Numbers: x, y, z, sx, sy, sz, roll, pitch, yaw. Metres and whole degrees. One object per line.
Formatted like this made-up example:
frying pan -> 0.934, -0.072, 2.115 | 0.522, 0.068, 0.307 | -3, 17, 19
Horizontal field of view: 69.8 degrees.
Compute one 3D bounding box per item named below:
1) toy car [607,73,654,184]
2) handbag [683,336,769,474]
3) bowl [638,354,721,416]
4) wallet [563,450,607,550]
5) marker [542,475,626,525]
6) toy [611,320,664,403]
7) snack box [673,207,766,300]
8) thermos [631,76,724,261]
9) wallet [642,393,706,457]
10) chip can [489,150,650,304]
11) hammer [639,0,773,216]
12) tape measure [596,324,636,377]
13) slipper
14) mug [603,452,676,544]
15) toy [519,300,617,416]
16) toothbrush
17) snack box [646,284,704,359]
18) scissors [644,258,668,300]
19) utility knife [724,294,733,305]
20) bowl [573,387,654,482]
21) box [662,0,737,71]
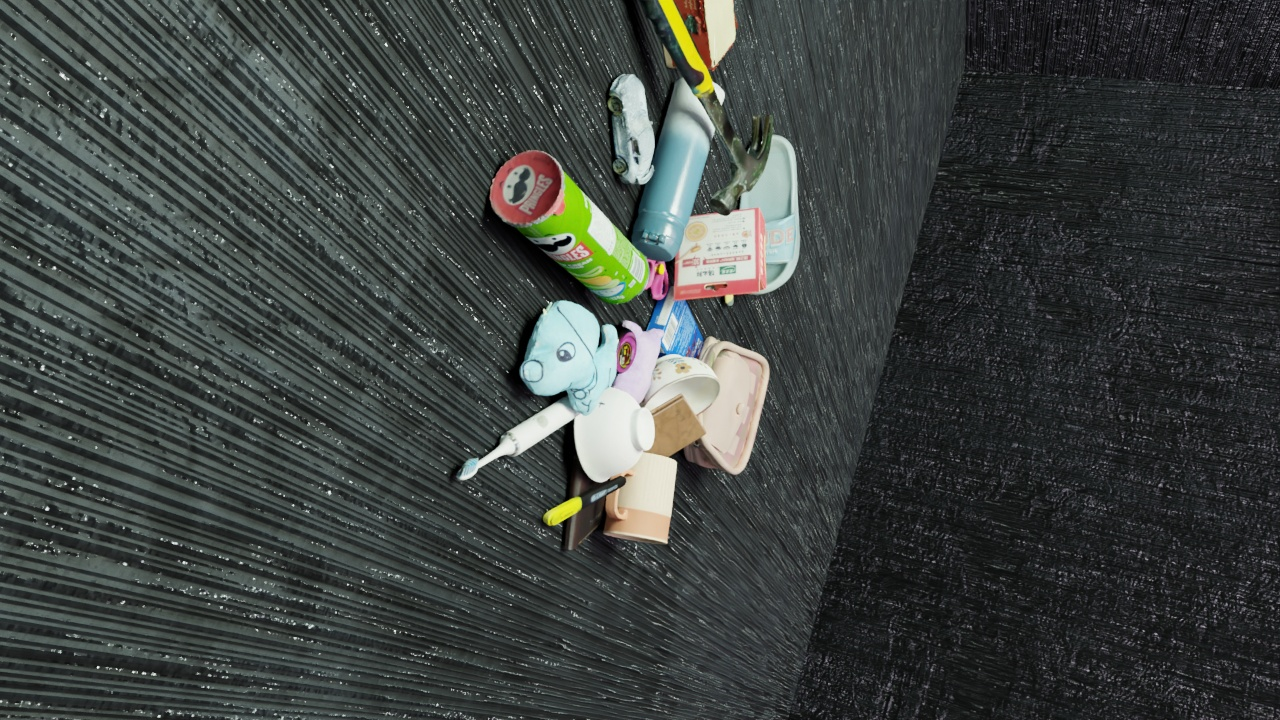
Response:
toy car -> -0.008, -0.254, 1.013 | 0.054, 0.037, 0.121 | -51, 142, -46
handbag -> 0.113, 0.055, 1.367 | 0.234, 0.093, 0.193 | 46, 58, -64
bowl -> 0.043, 0.032, 1.213 | 0.062, 0.113, 0.113 | 64, 4, 31
wallet -> -0.062, 0.158, 1.116 | 0.096, 0.020, 0.122 | -24, 125, -62
marker -> -0.062, 0.163, 1.070 | 0.123, 0.015, 0.018 | -22, 124, -39
toy -> -0.007, 0.007, 1.141 | 0.083, 0.039, 0.108 | 17, 90, -52
snack box -> 0.104, -0.129, 1.193 | 0.044, 0.113, 0.127 | 55, 35, -60
thermos -> 0.043, -0.229, 1.108 | 0.070, 0.070, 0.220 | 33, 72, -66
wallet -> 0.029, 0.096, 1.218 | 0.101, 0.020, 0.115 | -32, 146, 2
chip can -> -0.060, -0.122, 0.908 | 0.236, 0.072, 0.072 | 36, 68, -65
hammer -> 0.063, -0.321, 1.029 | 0.126, 0.032, 0.323 | -53, 132, -19
tape measure -> -0.033, -0.013, 1.070 | 0.057, 0.039, 0.057 | -44, 138, -44
slipper -> 0.190, -0.222, 1.405 | 0.074, 0.104, 0.245 | -19, 114, -67
mug -> -0.007, 0.171, 1.161 | 0.114, 0.082, 0.105 | 30, 64, -54
toy -> -0.071, -0.006, 0.962 | 0.161, 0.050, 0.156 | -50, 137, -42
toothbrush -> -0.118, 0.076, 0.936 | 0.220, 0.027, 0.026 | -32, 151, -59
snack box -> 0.048, -0.028, 1.263 | 0.157, 0.026, 0.084 | 59, 46, -58
scissors -> 0.020, -0.145, 1.161 | 0.096, 0.017, 0.137 | -3, 100, -59
utility knife -> 0.133, -0.157, 1.407 | 0.030, 0.019, 0.173 | -55, 150, -50
bowl -> -0.023, 0.082, 1.071 | 0.118, 0.065, 0.118 | -5, 90, -65
box -> 0.070, -0.425, 1.048 | 0.091, 0.079, 0.168 | -60, 152, -34
